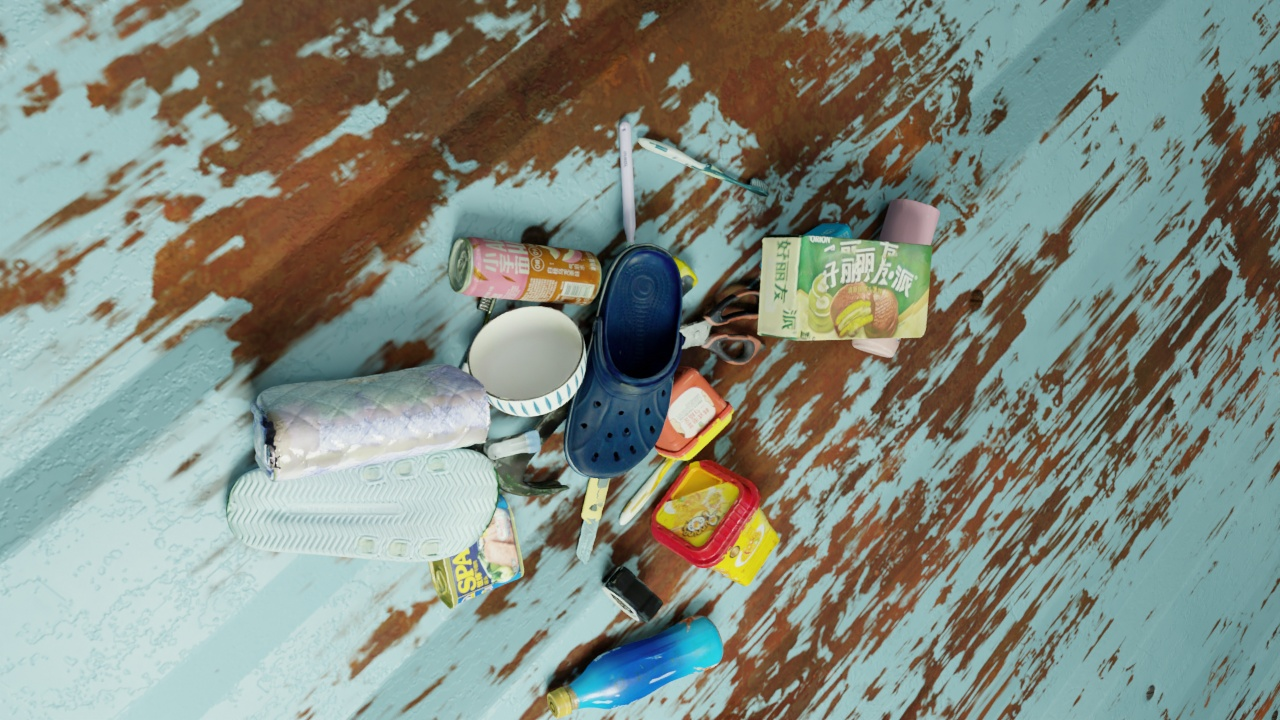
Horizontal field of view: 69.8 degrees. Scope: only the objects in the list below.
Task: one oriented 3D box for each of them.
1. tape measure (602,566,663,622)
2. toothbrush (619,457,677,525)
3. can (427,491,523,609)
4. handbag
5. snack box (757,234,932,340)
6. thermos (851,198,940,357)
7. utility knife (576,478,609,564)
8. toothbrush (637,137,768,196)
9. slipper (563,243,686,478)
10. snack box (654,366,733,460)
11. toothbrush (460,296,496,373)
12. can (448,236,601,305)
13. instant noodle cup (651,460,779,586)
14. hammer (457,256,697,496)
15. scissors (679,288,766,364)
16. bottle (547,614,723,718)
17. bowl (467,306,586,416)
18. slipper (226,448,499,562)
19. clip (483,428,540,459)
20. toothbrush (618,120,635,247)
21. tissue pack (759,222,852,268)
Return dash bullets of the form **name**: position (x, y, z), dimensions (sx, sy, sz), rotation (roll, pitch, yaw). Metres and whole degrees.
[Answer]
- **tape measure**: position (-0.012, 0.269, 1.056), dimensions (0.066, 0.066, 0.033), rotation (45, 70, -2)
- **toothbrush**: position (0.038, 0.120, 1.084), dimensions (0.191, 0.018, 0.016), rotation (-50, 118, -14)
- **can**: position (-0.174, 0.192, 0.948), dimensions (0.083, 0.057, 0.102), rotation (-18, 108, -30)
- **handbag**: position (-0.248, 0.051, 0.828), dimensions (0.193, 0.134, 0.075), rotation (-11, 105, -30)
- **snack box**: position (0.239, -0.083, 1.058), dimensions (0.239, 0.063, 0.114), rotation (-2, 98, -38)
- **thermos**: position (0.333, -0.104, 1.198), dimensions (0.087, 0.067, 0.198), rotation (12, 93, -62)
- **utility knife**: position (-0.045, 0.135, 1.043), dimensions (0.031, 0.021, 0.198), rotation (13, 97, -27)
- **toothbrush**: position (0.075, -0.221, 1.042), dimensions (0.191, 0.016, 0.018), rotation (15, 82, -33)
- **slipper**: position (-0.006, 0.006, 0.943), dimensions (0.105, 0.095, 0.253), rotation (12, 93, -14)
- **snack box**: position (0.047, 0.058, 1.044), dimensions (0.091, 0.082, 0.080), rotation (-42, 108, -17)
- **toothbrush**: position (-0.183, 0.017, 0.933), dimensions (0.017, 0.012, 0.186), rotation (20, 89, -27)
- **can**: position (-0.115, -0.089, 0.926), dimensions (0.147, 0.058, 0.058), rotation (3, 98, -32)
- **instant noodle cup**: position (0.095, 0.199, 1.088), dimensions (0.116, 0.116, 0.123), rotation (-53, 132, -12)
- **hammer**: position (-0.048, 0.015, 1.004), dimensions (0.322, 0.032, 0.126), rotation (-48, 120, -15)
- **scissors**: position (0.076, -0.021, 1.062), dimensions (0.205, 0.015, 0.197), rotation (-54, 131, -18)
- **bottle**: position (-0.006, 0.364, 1.079), dimensions (0.218, 0.065, 0.065), rotation (-13, 106, -29)
- **bowl**: position (-0.109, 0.009, 0.922), dimensions (0.116, 0.116, 0.066), rotation (-40, 149, -19)
- **slipper**: position (-0.257, 0.136, 0.868), dimensions (0.245, 0.074, 0.104), rotation (0, 88, -12)
- **clip**: position (-0.132, 0.087, 0.938), dimensions (0.058, 0.041, 0.026), rotation (-13, 107, -28)
- **toothbrush**: position (-0.014, -0.162, 0.986), dimensions (0.029, 0.021, 0.189), rotation (-2, 94, 14)
- **tissue pack**: position (0.206, -0.104, 1.112), dimensions (0.139, 0.063, 0.090), rotation (-32, 116, -30)
